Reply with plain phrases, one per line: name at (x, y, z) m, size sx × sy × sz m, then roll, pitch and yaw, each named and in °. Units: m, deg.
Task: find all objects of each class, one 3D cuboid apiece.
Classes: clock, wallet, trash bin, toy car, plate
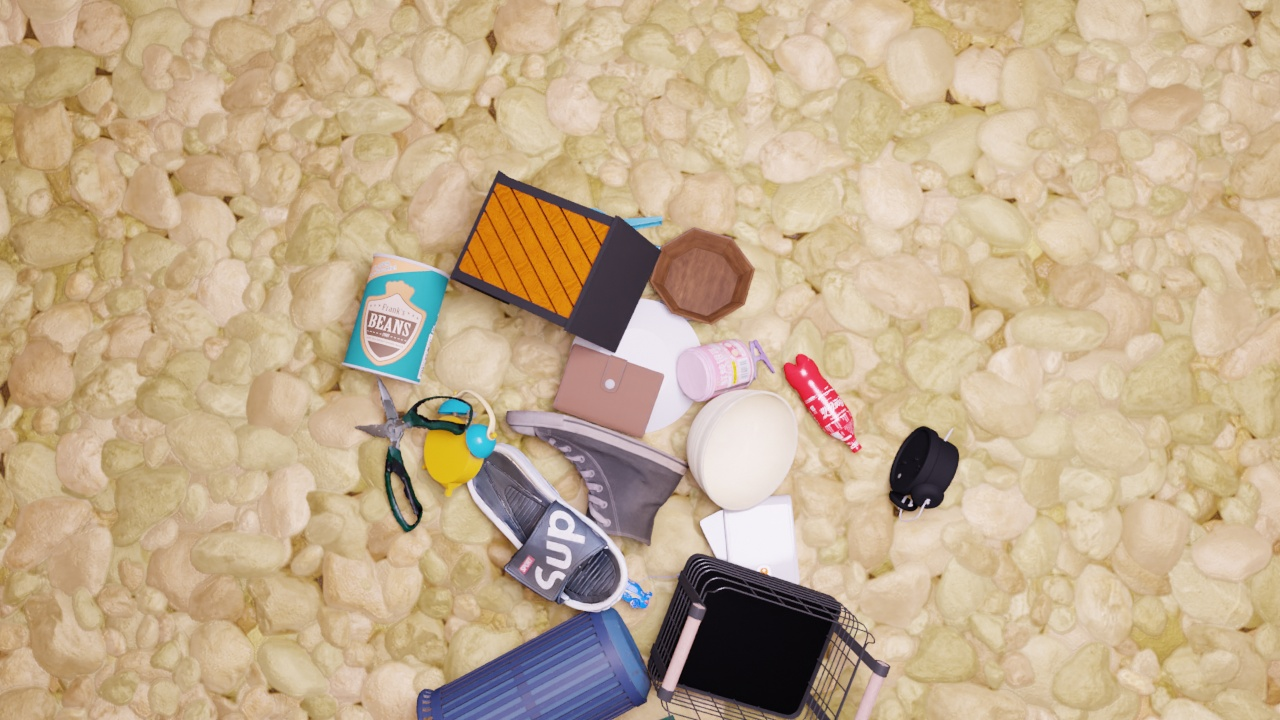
clock at (-0.227, 0.101, 1.150) m, size 0.099 × 0.043 × 0.130 m, roll 41°, pitch 107°, yaw 34°
clock at (0.343, 0.140, 1.120) m, size 0.042 × 0.091 × 0.120 m, roll 26°, pitch 71°, yaw -6°
wallet at (-0.040, 0.037, 1.139) m, size 0.121 × 0.013 × 0.087 m, roll 19°, pitch 91°, yaw 3°
trash bin at (-0.119, 0.397, 1.086) m, size 0.249 × 0.139 × 0.139 m, roll -27°, pitch 83°, yaw -3°
wallet at (0.134, 0.231, 1.144) m, size 0.115 × 0.037 × 0.118 m, roll -5°, pitch 80°, yaw 1°
toy car at (-0.004, 0.271, 1.143) m, size 0.092 × 0.033 × 0.062 m, roll 29°, pitch 92°, yaw 5°
plate at (0.079, -0.105, 1.177) m, size 0.131 × 0.025 × 0.131 m, roll 0°, pitch 72°, yaw -2°
plate at (-0.007, 0.006, 1.164) m, size 0.174 × 0.036 × 0.174 m, roll 0°, pitch 89°, yaw 3°
trash bin at (-0.099, -0.116, 1.108) m, size 0.172 × 0.139 × 0.139 m, roll 24°, pitch 90°, yaw 23°

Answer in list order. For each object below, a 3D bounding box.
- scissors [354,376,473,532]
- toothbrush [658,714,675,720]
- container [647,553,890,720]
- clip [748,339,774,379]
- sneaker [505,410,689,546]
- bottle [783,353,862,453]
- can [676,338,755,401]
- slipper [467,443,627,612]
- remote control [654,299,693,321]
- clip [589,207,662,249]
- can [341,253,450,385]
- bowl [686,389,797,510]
scissors at (-0.275, 0.107, 1.142) m, size 0.206 × 0.015 × 0.201 m, roll -17°, pitch 91°, yaw 31°
toothbrush at (-0.045, 0.481, 1.133) m, size 0.190 × 0.017 × 0.016 m, roll -23°, pitch 83°, yaw 0°
container at (0.137, 0.341, 1.050) m, size 0.241 × 0.130 × 0.163 m, roll 20°, pitch 93°, yaw -11°
clip at (0.151, -0.002, 1.181) m, size 0.029 × 0.013 × 0.050 m, roll -20°, pitch 81°, yaw -1°
sneaker at (-0.070, 0.137, 1.138) m, size 0.235 × 0.095 × 0.120 m, roll 23°, pitch 85°, yaw -3°
bottle at (0.232, 0.055, 1.156) m, size 0.042 × 0.042 × 0.141 m, roll -35°, pitch 84°, yaw -2°
can at (0.093, 0.011, 1.139) m, size 0.076 × 0.067 × 0.067 m, roll -13°, pitch 82°, yaw -34°
slipper at (-0.126, 0.202, 1.098) m, size 0.264 × 0.063 × 0.111 m, roll 44°, pitch 108°, yaw 28°
remote control at (0.006, -0.060, 1.191) m, size 0.136 × 0.013 × 0.033 m, roll -7°, pitch 84°, yaw 1°
clip at (-0.035, -0.184, 1.202) m, size 0.130 × 0.030 × 0.120 m, roll -16°, pitch 79°, yaw 1°
can at (-0.307, -0.051, 1.158) m, size 0.099 × 0.099 × 0.144 m, roll 14°, pitch 84°, yaw 3°
bowl at (0.113, 0.099, 1.124) m, size 0.150 × 0.075 × 0.151 m, roll -12°, pitch 113°, yaw -32°
